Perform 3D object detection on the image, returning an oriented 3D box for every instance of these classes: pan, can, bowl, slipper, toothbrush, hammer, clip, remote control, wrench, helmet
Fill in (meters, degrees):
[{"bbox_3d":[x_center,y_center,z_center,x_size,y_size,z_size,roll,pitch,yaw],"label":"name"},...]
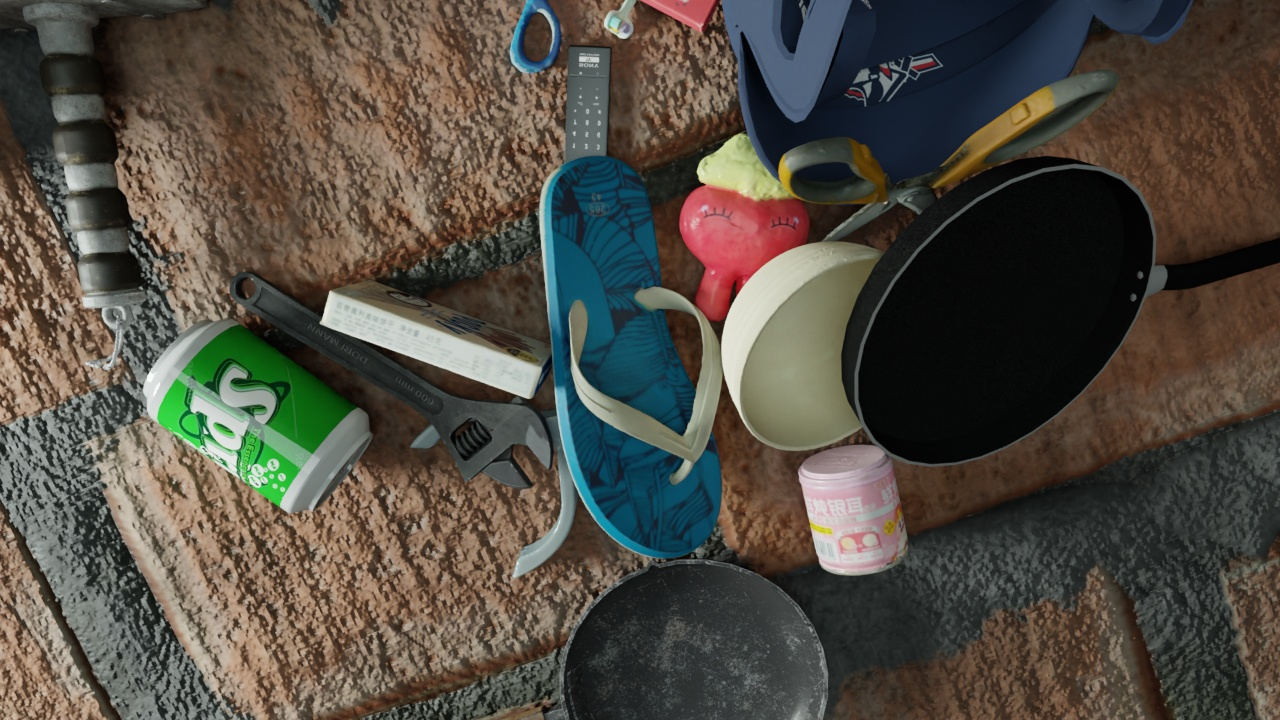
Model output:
[{"bbox_3d":[-0.033,0.267,0.713,0.357,0.040,0.208,-17,99,5],"label":"pan"},{"bbox_3d":[-0.269,0.039,0.653,0.140,0.087,0.088,36,99,-5],"label":"can"},{"bbox_3d":[0.115,-0.021,0.627,0.150,0.075,0.151,-15,129,-19],"label":"bowl"},{"bbox_3d":[-0.004,0.004,0.636,0.118,0.060,0.295,-15,98,-21],"label":"slipper"},{"bbox_3d":[0.022,-0.292,0.623,0.022,0.015,0.155,26,101,-29],"label":"toothbrush"},{"bbox_3d":[-0.378,-0.156,0.624,0.177,0.079,0.326,-5,100,2],"label":"hammer"},{"bbox_3d":[0.296,-0.043,0.620,0.356,0.034,0.226,-15,128,-14],"label":"pan"},{"bbox_3d":[-0.091,0.089,0.688,0.164,0.032,0.166,7,101,0],"label":"clip"},{"bbox_3d":[-0.039,-0.151,0.653,0.030,0.009,0.140,3,100,1],"label":"remote control"},{"bbox_3d":[-0.182,0.010,0.662,0.273,0.018,0.073,31,98,6],"label":"wrench"},{"bbox_3d":[0.154,0.107,0.665,0.067,0.067,0.076,-14,100,3],"label":"can"},{"bbox_3d":[0.158,-0.215,0.540,0.232,0.223,0.273,-14,131,-7],"label":"helmet"}]

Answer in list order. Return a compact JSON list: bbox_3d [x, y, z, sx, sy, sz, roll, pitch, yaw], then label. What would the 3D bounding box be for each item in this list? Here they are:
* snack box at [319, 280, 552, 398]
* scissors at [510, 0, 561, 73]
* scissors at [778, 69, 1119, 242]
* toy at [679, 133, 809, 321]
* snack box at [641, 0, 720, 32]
[{"bbox_3d":[-0.136,-0.017,0.643,0.150,0.082,0.026,19,100,-3],"label":"snack box"},{"bbox_3d":[-0.081,-0.267,0.634,0.134,0.011,0.140,2,100,-1],"label":"scissors"},{"bbox_3d":[0.162,-0.112,0.554,0.229,0.226,0.016,-4,72,-38],"label":"scissors"},{"bbox_3d":[0.072,-0.091,0.642,0.091,0.045,0.135,11,108,-5],"label":"toy"},{"bbox_3d":[0.004,-0.289,0.605,0.133,0.021,0.089,29,99,1],"label":"snack box"}]
